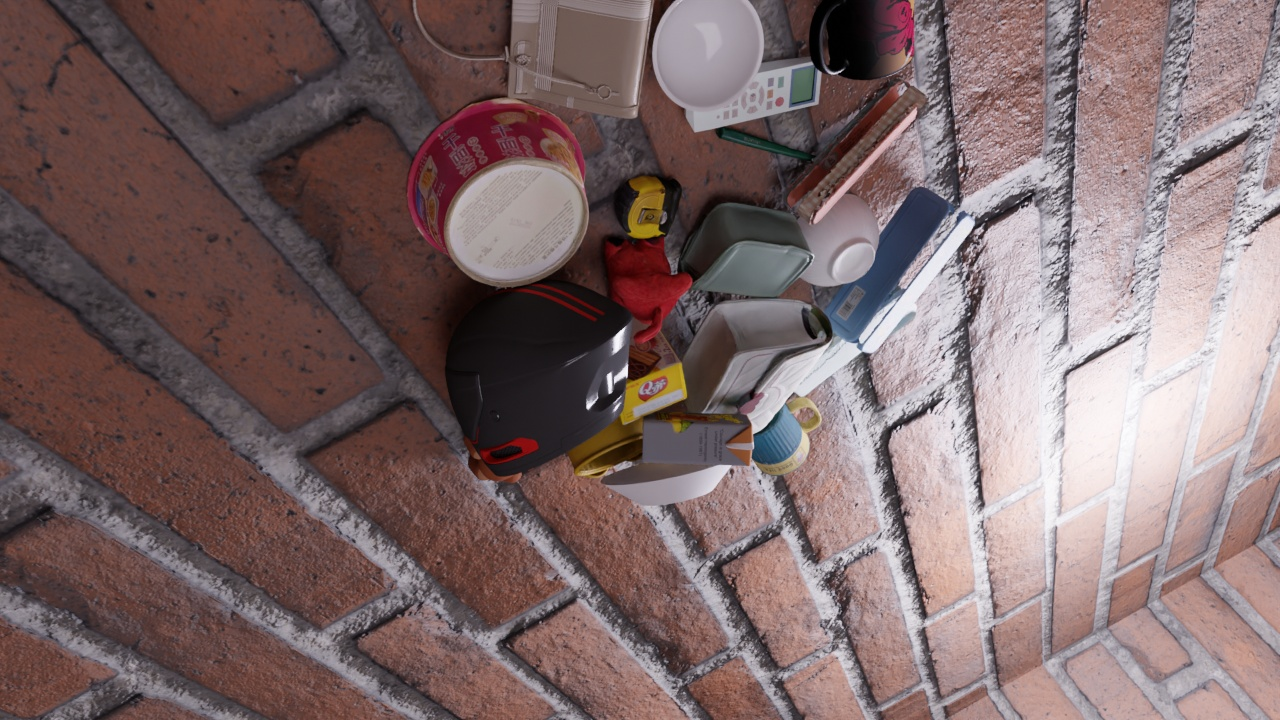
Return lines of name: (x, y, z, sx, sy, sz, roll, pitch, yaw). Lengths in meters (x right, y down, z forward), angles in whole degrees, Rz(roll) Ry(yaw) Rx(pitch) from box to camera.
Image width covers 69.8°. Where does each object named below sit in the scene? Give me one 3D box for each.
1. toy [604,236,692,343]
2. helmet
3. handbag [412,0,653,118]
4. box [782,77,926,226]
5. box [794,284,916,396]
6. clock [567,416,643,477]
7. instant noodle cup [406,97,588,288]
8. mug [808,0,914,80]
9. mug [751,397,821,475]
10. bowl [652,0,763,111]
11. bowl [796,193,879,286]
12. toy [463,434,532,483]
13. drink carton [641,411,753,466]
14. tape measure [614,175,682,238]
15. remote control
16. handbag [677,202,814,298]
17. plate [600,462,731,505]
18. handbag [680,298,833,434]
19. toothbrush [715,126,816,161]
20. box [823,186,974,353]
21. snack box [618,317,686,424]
toy: (0.006, -0.064, 0.987, 0.088, 0.132, 0.094, -1, 141, -12)
helmet: (-0.110, 0.005, 0.943, 0.265, 0.170, 0.163, -20, -165, 44)
handbag: (-0.090, -0.301, 0.772, 0.197, 0.062, 0.176, -3, 131, -15)
box: (0.230, -0.230, 1.000, 0.188, 0.062, 0.058, -46, 155, 1)
box: (0.273, -0.029, 1.224, 0.199, 0.066, 0.083, -41, 161, 11)
clock: (-0.037, 0.105, 1.149, 0.113, 0.052, 0.152, -23, 165, -8)
instant noodle cup: (-0.125, -0.146, 0.870, 0.178, 0.077, 0.179, -15, 136, -15)
mug: (0.205, -0.322, 0.868, 0.117, 0.082, 0.098, -38, 140, -17)
mug: (0.189, 0.089, 1.256, 0.114, 0.083, 0.107, -30, 134, 8)
bowl: (0.056, -0.291, 0.851, 0.109, 0.040, 0.110, -9, 119, -17)
bowl: (0.236, -0.132, 1.088, 0.118, 0.062, 0.118, -15, 135, -16)
toy: (-0.146, 0.102, 1.115, 0.127, 0.065, 0.095, -21, 141, -24)
drink carton: (0.065, 0.089, 1.057, 0.125, 0.076, 0.048, 2, 98, 1)
tape measure: (0.006, -0.158, 0.957, 0.064, 0.037, 0.066, 0, 130, -29)
remote control: (0.110, -0.269, 0.918, 0.143, 0.024, 0.050, -16, 135, -12)
handbag: (0.117, -0.119, 1.030, 0.121, 0.067, 0.106, 3, 144, -30)
plate: (0.040, 0.147, 1.120, 0.173, 0.174, 0.036, -12, 92, -18)
handbag: (0.131, 0.017, 1.113, 0.141, 0.096, 0.199, -2, 146, -21)
toothbrush: (0.162, -0.229, 0.990, 0.189, 0.016, 0.017, 5, 129, -32)
box: (0.316, -0.112, 1.138, 0.077, 0.074, 0.209, 10, 119, -54)
snack box: (-0.006, 0.006, 1.056, 0.083, 0.105, 0.061, -22, 135, -9)
